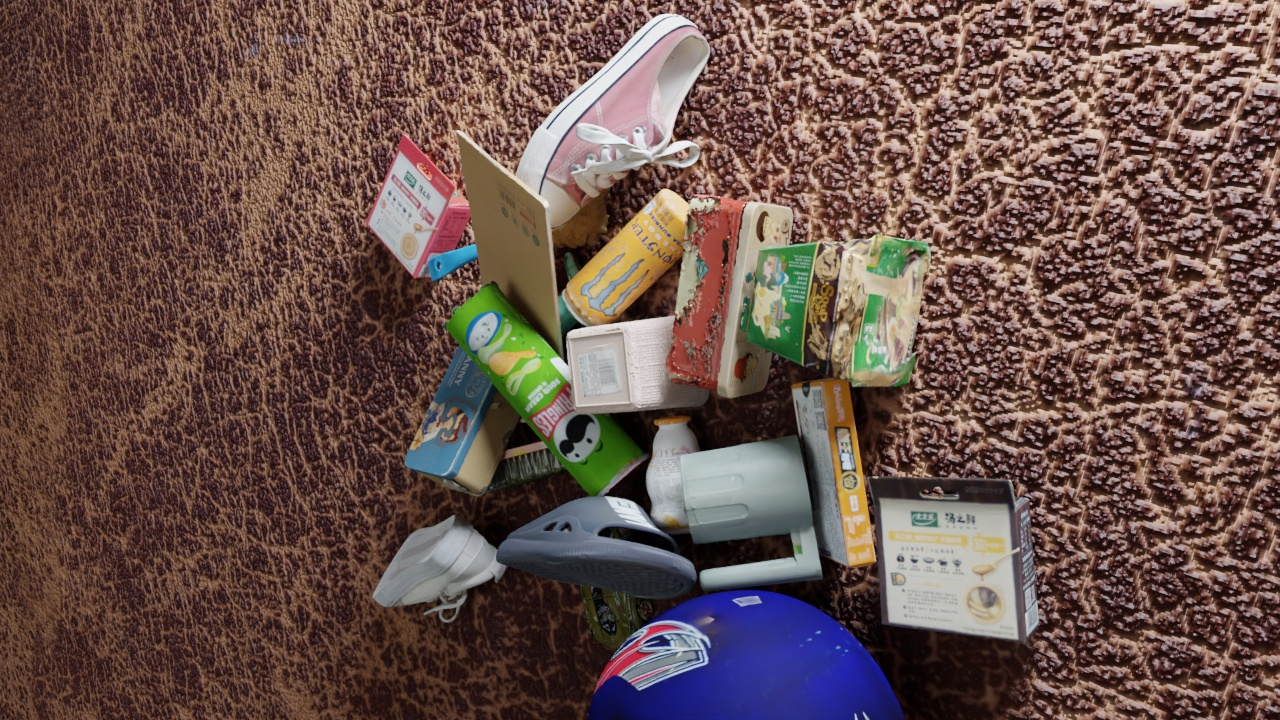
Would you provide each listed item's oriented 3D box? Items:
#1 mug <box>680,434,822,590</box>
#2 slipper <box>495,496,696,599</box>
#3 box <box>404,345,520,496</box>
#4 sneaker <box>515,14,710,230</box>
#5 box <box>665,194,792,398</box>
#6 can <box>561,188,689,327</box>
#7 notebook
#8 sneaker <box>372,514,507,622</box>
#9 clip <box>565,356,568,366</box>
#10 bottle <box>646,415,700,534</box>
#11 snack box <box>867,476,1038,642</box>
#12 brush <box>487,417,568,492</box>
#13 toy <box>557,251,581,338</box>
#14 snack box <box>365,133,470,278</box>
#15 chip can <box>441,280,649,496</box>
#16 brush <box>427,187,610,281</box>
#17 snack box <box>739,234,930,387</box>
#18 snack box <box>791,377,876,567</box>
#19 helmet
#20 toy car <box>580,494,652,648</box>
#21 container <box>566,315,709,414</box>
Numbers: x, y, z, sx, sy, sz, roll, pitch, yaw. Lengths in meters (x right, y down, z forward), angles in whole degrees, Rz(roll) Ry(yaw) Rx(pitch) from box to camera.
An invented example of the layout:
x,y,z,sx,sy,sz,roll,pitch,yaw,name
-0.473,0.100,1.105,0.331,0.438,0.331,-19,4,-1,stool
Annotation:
x,y,z,sx,sy,sz,roll,pitch,yaw,name
0.093,0.130,0.783,0.103,0.084,0.123,-9,68,7,mug
-0.048,0.164,0.850,0.269,0.110,0.083,-16,53,55,slipper
-0.173,0.048,0.976,0.090,0.059,0.184,3,66,41,box
-0.019,-0.204,0.842,0.241,0.118,0.088,-46,58,8,sneaker
0.071,-0.059,0.810,0.080,0.091,0.168,13,101,32,box
-0.008,-0.094,0.874,0.146,0.058,0.058,-42,69,22,can
-0.126,-0.105,0.901,0.148,0.008,0.208,42,150,32,notebook
-0.233,0.249,1.073,0.090,0.089,0.243,37,141,-16,sneaker
-0.069,0.006,0.966,0.043,0.014,0.056,23,107,33,clip
0.036,0.107,0.867,0.063,0.063,0.108,-7,90,36,bottle
0.246,0.150,0.724,0.113,0.053,0.125,-3,91,37,snack box
-0.117,0.093,0.979,0.146,0.063,0.073,-19,79,35,brush
-0.074,-0.062,0.956,0.092,0.030,0.096,-27,72,30,toy
-0.253,-0.178,1.066,0.113,0.044,0.127,46,119,25,snack box
-0.093,0.030,0.903,0.236,0.072,0.072,48,120,8,chip can
-0.136,-0.133,0.978,0.255,0.045,0.083,-17,86,30,brush
0.156,-0.046,0.748,0.106,0.117,0.118,16,100,47,snack box
0.161,0.092,0.771,0.075,0.026,0.153,160,102,-81,snack box
0.067,0.325,0.759,0.317,0.246,0.240,-47,52,40,helmet
-0.037,0.215,0.945,0.070,0.042,0.158,-21,79,35,toy car
-0.005,0.005,0.859,0.090,0.110,0.090,-5,90,37,container
